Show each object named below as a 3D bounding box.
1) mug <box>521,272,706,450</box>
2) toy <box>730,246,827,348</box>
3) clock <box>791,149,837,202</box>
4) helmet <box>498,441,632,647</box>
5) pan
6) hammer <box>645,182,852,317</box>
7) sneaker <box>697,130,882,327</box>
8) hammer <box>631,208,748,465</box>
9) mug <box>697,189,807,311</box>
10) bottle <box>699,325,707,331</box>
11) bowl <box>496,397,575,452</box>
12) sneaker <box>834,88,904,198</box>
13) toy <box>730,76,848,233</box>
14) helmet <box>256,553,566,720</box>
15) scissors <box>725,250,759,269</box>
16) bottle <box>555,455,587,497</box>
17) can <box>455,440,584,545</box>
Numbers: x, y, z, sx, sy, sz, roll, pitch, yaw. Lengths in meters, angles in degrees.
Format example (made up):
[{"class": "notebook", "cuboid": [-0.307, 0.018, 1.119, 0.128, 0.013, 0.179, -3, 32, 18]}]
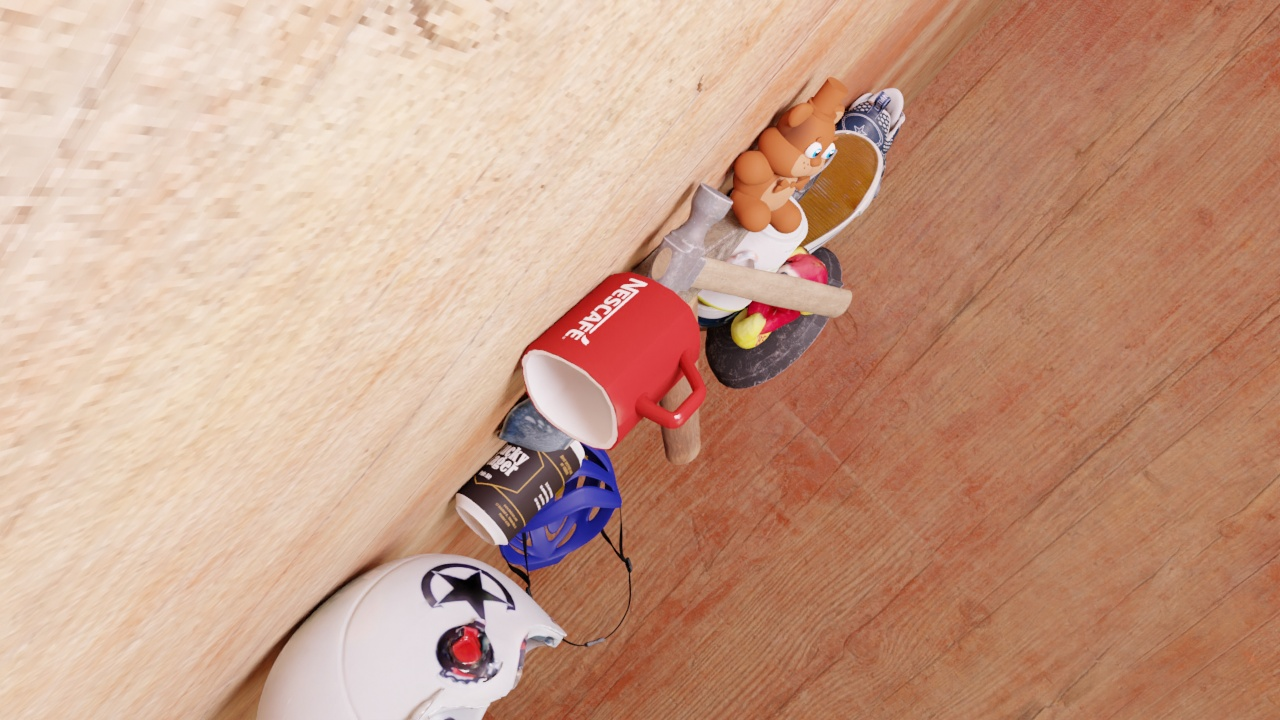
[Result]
[{"class": "mug", "cuboid": [-0.006, 0.005, 0.629, 0.096, 0.116, 0.081, -44, 147, -35]}, {"class": "toy", "cuboid": [0.148, -0.062, 0.947, 0.105, 0.067, 0.138, -38, 172, -36]}, {"class": "clock", "cuboid": [0.141, -0.176, 0.923, 0.123, 0.044, 0.091, -46, -175, 41]}, {"class": "helmet", "cuboid": [-0.083, 0.199, 1.050, 0.147, 0.227, 0.242, -11, 144, -26]}, {"class": "pan", "cuboid": [0.166, -0.121, 1.128, 0.208, 0.040, 0.355, -26, -142, 45]}, {"class": "hammer", "cuboid": [0.106, -0.064, 0.778, 0.330, 0.031, 0.119, 2, 124, -57]}, {"class": "sneaker", "cuboid": [0.156, -0.143, 1.049, 0.294, 0.120, 0.127, -43, 163, -10]}, {"class": "hammer", "cuboid": [0.039, 0.003, 0.849, 0.157, 0.037, 0.301, -45, 152, -26]}, {"class": "mug", "cuboid": [0.098, -0.109, 0.880, 0.082, 0.082, 0.106, -44, 175, -43]}, {"class": "bottle", "cuboid": [0.090, -0.078, 1.267, 0.067, 0.068, 0.157, -45, 176, -25]}, {"class": "bowl", "cuboid": [-0.071, 0.044, 0.811, 0.110, 0.055, 0.110, -47, 177, -3]}, {"class": "sneaker", "cuboid": [0.298, -0.293, 1.198, 0.133, 0.103, 0.268, -55, 170, 23]}, {"class": "toy", "cuboid": [0.124, -0.162, 0.730, 0.094, 0.065, 0.128, -16, 153, -46]}, {"class": "helmet", "cuboid": [-0.204, 0.256, 0.736, 0.237, 0.163, 0.263, -53, 168, 29]}, {"class": "scissors", "cuboid": [0.059, -0.075, 0.860, 0.133, 0.084, 0.012, -47, -162, 45]}, {"class": "bottle", "cuboid": [-0.107, 0.124, 1.190, 0.163, 0.071, 0.071, -46, 177, -11]}, {"class": "can", "cuboid": [-0.122, 0.121, 0.931, 0.128, 0.072, 0.072, -45, 176, -25]}]
